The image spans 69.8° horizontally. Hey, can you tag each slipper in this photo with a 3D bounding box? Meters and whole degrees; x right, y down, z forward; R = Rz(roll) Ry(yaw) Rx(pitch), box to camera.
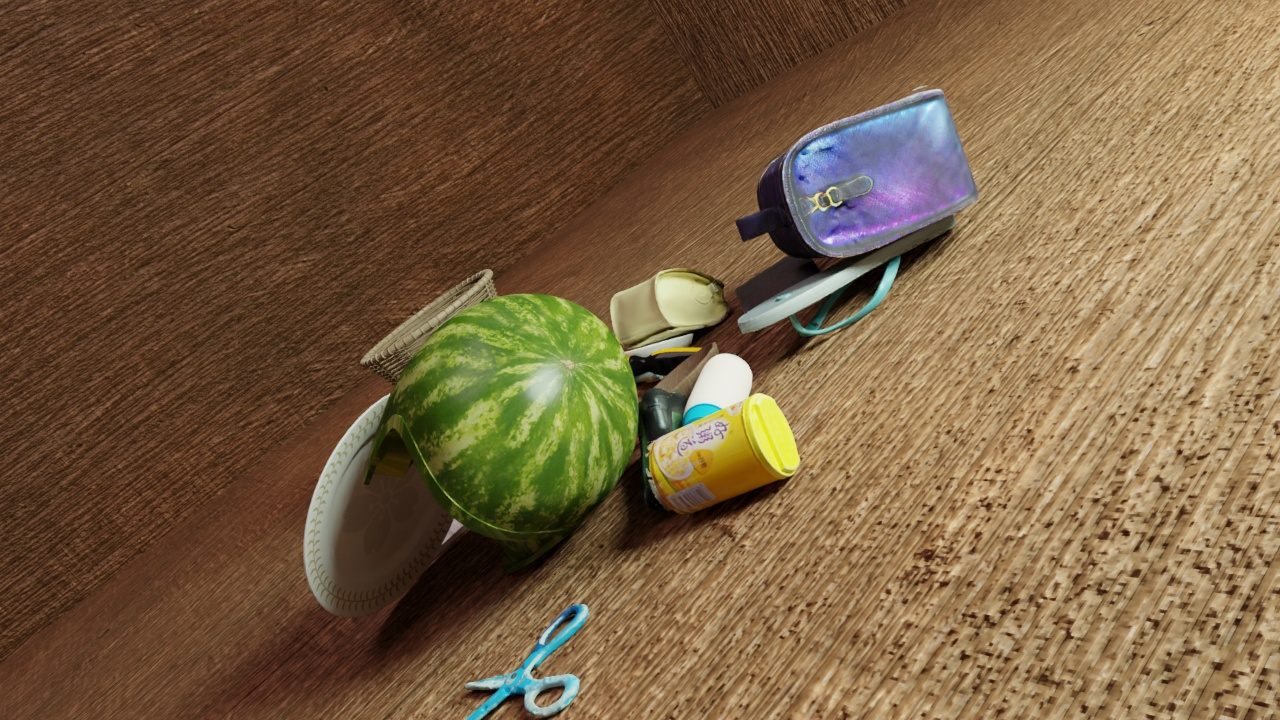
[{"bbox_3d":[0.208,-0.073,0.915,0.268,0.055,0.098,-29,9,-21],"label":"slipper"}]

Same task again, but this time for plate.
[{"bbox_3d":[0.017,-0.007,1.106,0.104,0.026,0.104,-16,0,0],"label":"plate"},{"bbox_3d":[-0.254,0.140,0.928,0.016,0.243,0.241,16,41,23],"label":"plate"}]

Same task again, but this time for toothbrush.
[{"bbox_3d":[-0.006,0.006,1.051,0.197,0.031,0.030,-7,23,23],"label":"toothbrush"}]

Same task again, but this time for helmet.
[{"bbox_3d":[-0.113,0.055,0.824,0.242,0.213,0.248,-59,12,-29],"label":"helmet"}]

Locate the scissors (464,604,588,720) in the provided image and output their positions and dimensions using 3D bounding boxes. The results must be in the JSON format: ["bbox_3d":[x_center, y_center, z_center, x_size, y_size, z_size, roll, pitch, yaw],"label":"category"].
[{"bbox_3d":[-0.080,0.226,0.673,0.134,0.011,0.137,-24,19,40],"label":"scissors"}]

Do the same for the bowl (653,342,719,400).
[{"bbox_3d":[0.042,0.031,0.940,0.118,0.030,0.118,-42,5,4],"label":"bowl"}]

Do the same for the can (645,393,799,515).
[{"bbox_3d":[0.064,0.074,0.714,0.105,0.067,0.067,-27,17,29],"label":"can"}]

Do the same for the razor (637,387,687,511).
[{"bbox_3d":[0.017,0.076,0.815,0.054,0.067,0.151,-16,24,12],"label":"razor"}]

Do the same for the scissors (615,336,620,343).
[{"bbox_3d":[-0.023,-0.037,1.345,0.128,0.013,0.064,-33,16,12],"label":"scissors"}]

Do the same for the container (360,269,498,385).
[{"bbox_3d":[-0.256,0.012,1.341,0.227,0.196,0.226,-32,15,10],"label":"container"}]

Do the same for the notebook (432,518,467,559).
[{"bbox_3d":[-0.245,0.182,1.098,0.209,0.009,0.143,-42,30,-24],"label":"notebook"}]

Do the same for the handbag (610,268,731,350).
[{"bbox_3d":[0.038,-0.065,1.156,0.111,0.081,0.119,-7,-6,-33],"label":"handbag"}]

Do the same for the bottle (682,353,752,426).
[{"bbox_3d":[0.066,0.046,0.826,0.051,0.051,0.145,-27,17,28],"label":"bottle"}]

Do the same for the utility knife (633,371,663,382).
[{"bbox_3d":[-0.022,0.027,1.151,0.022,0.015,0.181,-37,11,-30],"label":"utility knife"}]

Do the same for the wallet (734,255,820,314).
[{"bbox_3d":[0.162,-0.084,1.069,0.099,0.031,0.119,-35,17,11],"label":"wallet"}]

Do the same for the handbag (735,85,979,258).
[{"bbox_3d":[0.205,-0.173,0.938,0.222,0.125,0.204,-21,6,3],"label":"handbag"}]
